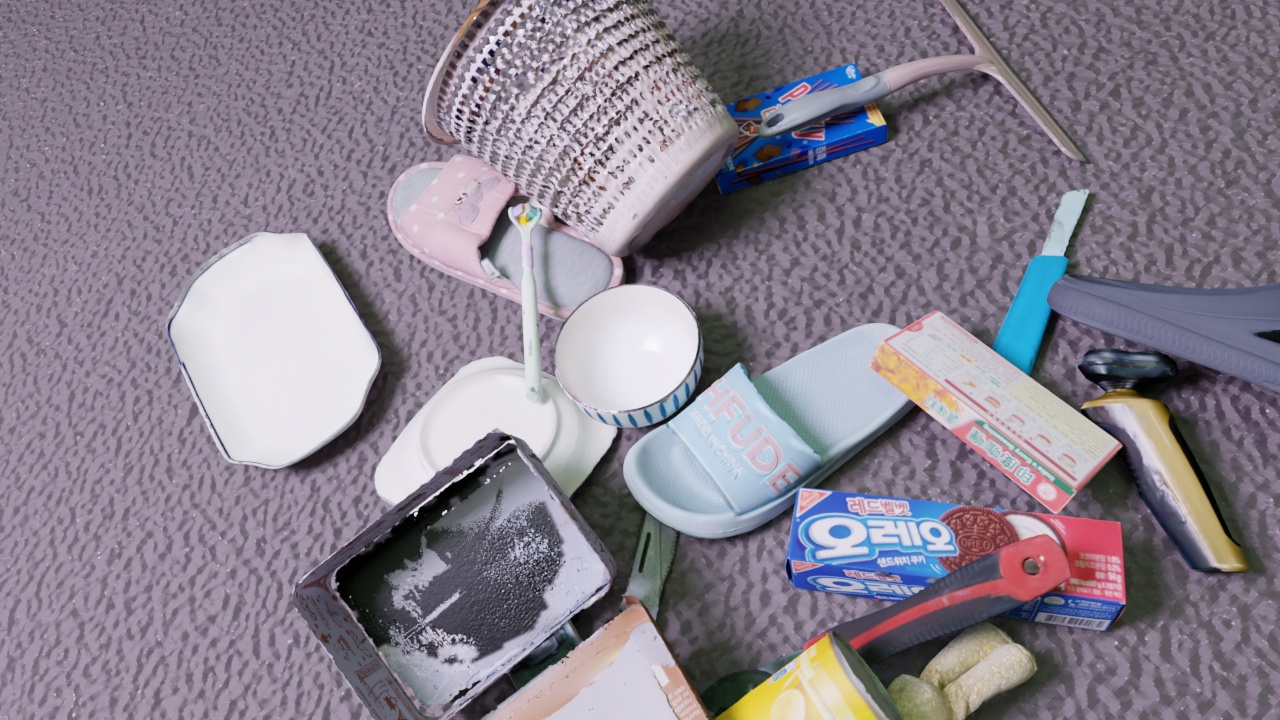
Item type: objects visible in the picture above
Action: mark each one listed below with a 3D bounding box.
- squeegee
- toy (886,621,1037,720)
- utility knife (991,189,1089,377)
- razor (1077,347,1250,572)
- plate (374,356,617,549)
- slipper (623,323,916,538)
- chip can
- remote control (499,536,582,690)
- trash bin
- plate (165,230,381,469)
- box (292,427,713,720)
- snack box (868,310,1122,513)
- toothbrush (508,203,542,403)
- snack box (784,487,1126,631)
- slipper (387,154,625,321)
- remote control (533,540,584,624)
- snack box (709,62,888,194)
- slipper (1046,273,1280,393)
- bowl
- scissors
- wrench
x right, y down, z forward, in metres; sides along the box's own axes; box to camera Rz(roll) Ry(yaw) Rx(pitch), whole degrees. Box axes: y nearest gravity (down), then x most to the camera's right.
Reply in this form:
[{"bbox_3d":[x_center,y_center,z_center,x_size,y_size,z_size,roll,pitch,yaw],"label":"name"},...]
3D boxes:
[{"bbox_3d":[0.219,-0.237,0.795,0.249,0.040,0.247,-17,59,-8],"label":"squeegee"},{"bbox_3d":[0.178,0.223,0.566,0.157,0.066,0.105,-38,27,-13],"label":"toy"},{"bbox_3d":[0.306,-0.051,0.706,0.034,0.018,0.215,20,69,25],"label":"utility knife"},{"bbox_3d":[0.351,0.064,0.612,0.068,0.062,0.167,-33,59,30],"label":"razor"},{"bbox_3d":[-0.117,0.063,0.724,0.164,0.034,0.163,22,57,24],"label":"plate"},{"bbox_3d":[0.104,0.043,0.672,0.245,0.074,0.104,-29,59,-7],"label":"slipper"},{"bbox_3d":[0.051,0.250,0.539,0.213,0.072,0.072,-39,58,9],"label":"chip can"},{"bbox_3d":[-0.091,0.170,0.653,0.056,0.019,0.135,-31,81,-2],"label":"remote control"},{"bbox_3d":[-0.033,-0.202,0.764,0.192,0.228,0.227,45,78,2],"label":"trash bin"},{"bbox_3d":[-0.331,-0.012,0.838,0.162,0.034,0.265,-37,59,-7],"label":"plate"},{"bbox_3d":[-0.085,0.187,0.575,0.179,0.125,0.273,-37,60,-3],"label":"box"},{"bbox_3d":[0.241,0.030,0.628,0.076,0.027,0.156,-25,56,-38],"label":"snack box"},{"bbox_3d":[-0.092,-0.051,0.757,0.029,0.020,0.189,-1,62,-9],"label":"toothbrush"},{"bbox_3d":[0.202,0.131,0.607,0.208,0.057,0.058,4,58,17],"label":"snack box"},{"bbox_3d":[-0.132,-0.119,0.836,0.274,0.054,0.114,31,72,25],"label":"slipper"},{"bbox_3d":[-0.090,0.145,0.693,0.053,0.024,0.136,-35,59,-6],"label":"remote control"},{"bbox_3d":[0.135,-0.212,0.837,0.157,0.026,0.084,-17,58,4],"label":"snack box"},{"bbox_3d":[0.414,-0.027,0.603,0.268,0.110,0.083,24,110,29],"label":"slipper"},{"bbox_3d":[-0.004,0.004,0.727,0.116,0.066,0.116,-7,59,11],"label":"bowl"},{"bbox_3d":[-0.018,0.186,0.641,0.196,0.015,0.205,-18,67,-21],"label":"scissors"},{"bbox_3d":[0.137,0.183,0.573,0.274,0.016,0.056,-35,59,14],"label":"wrench"}]
